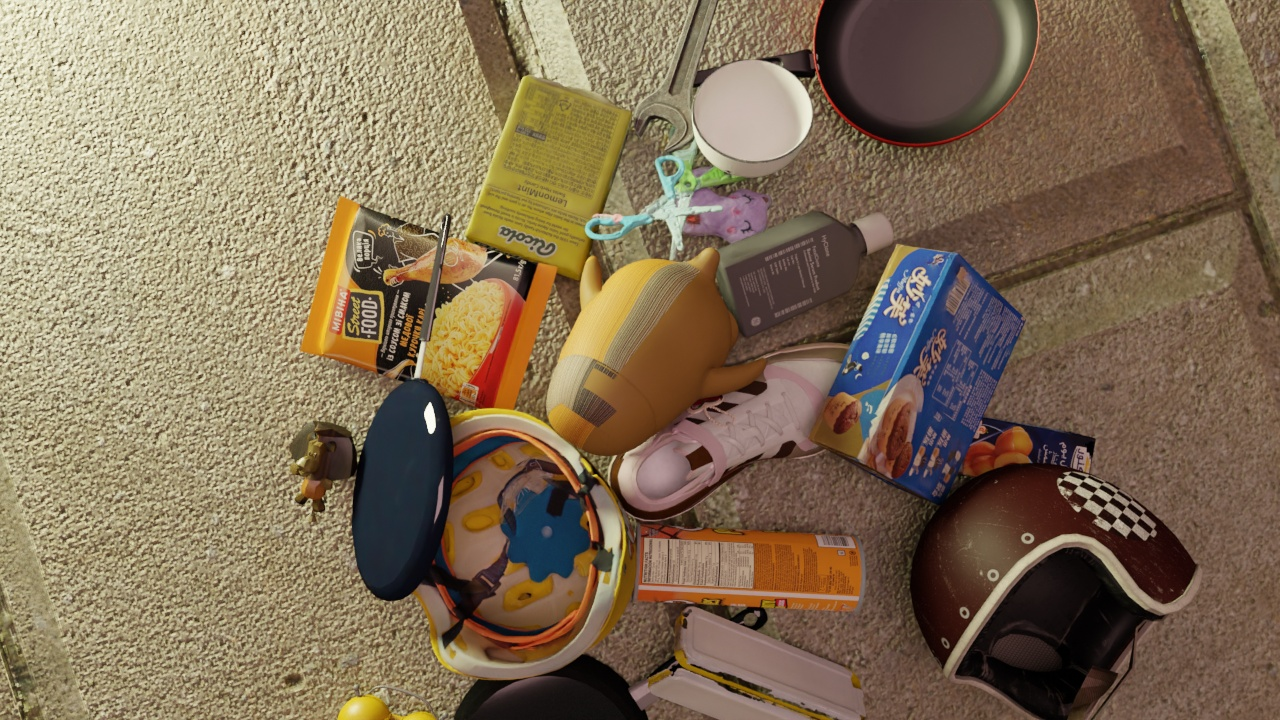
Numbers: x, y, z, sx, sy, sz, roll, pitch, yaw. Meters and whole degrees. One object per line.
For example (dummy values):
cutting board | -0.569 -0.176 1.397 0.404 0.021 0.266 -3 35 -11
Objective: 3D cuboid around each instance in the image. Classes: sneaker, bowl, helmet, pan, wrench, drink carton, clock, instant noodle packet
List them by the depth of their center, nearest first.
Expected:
helmet | 0.366 0.221 0.815 0.253 0.234 0.233 36 44 28
pan | -0.210 0.038 0.838 0.021 0.199 0.356 13 83 -35
helmet | -0.102 0.168 0.853 0.209 0.139 0.240 -28 69 11
sneaker | 0.104 0.063 0.873 0.294 0.116 0.111 -23 88 -3
clock | -0.250 0.389 0.881 0.113 0.052 0.152 18 91 -1
bowl | 0.104 -0.224 0.883 0.113 0.063 0.113 0 71 0
pan | -0.025 0.347 0.895 0.355 0.044 0.204 -33 89 -2
instant noodle packet | -0.210 -0.049 0.900 0.221 0.032 0.160 18 102 -1
pan | 0.206 -0.304 0.919 0.357 0.067 0.209 -8 90 14
drink carton | 0.383 0.095 0.921 0.130 0.040 0.064 10 88 -2
wrench | 0.057 -0.337 0.926 0.070 0.010 0.273 15 83 22

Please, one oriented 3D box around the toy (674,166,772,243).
toy | 0.083 -0.155 0.923 0.099 0.036 0.080 9 76 -1

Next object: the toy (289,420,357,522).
toy | -0.311 0.109 0.888 0.076 0.062 0.100 20 98 21

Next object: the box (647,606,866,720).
box | 0.115 0.306 0.885 0.209 0.080 0.080 25 52 -15

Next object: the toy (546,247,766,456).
toy | -0.005 0.005 0.835 0.198 0.163 0.202 33 54 8

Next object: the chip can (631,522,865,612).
chip can | 0.101 0.201 0.888 0.215 0.075 0.075 3 87 -2

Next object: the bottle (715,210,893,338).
bottle | 0.163 -0.097 0.903 0.174 0.046 0.084 -23 118 -4

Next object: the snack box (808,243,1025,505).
snack box | 0.264 0.016 0.866 0.155 0.069 0.202 28 86 -41

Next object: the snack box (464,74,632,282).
snack box | -0.088 -0.183 0.914 0.121 0.045 0.180 18 85 -2

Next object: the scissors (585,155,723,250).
scissors | 0.015 -0.151 0.875 0.135 0.015 0.135 0 56 16

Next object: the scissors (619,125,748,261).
scissors | 0.053 -0.171 0.903 0.139 0.028 0.170 13 71 4
